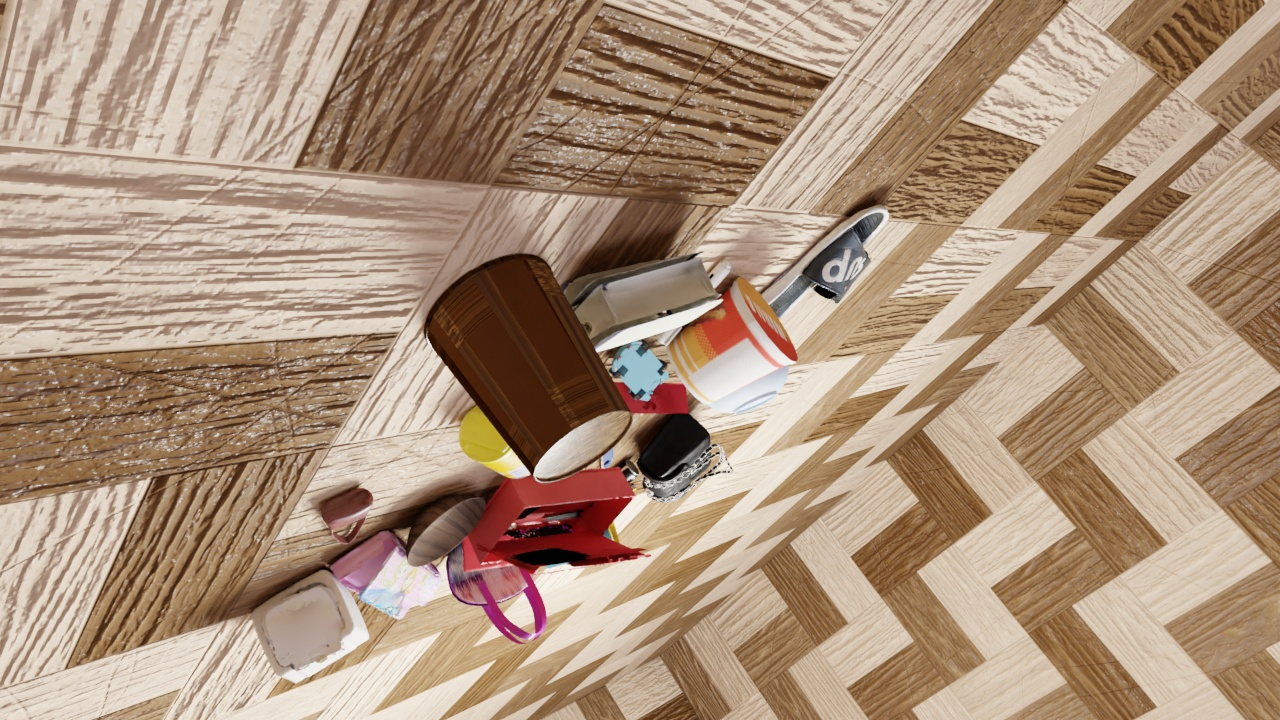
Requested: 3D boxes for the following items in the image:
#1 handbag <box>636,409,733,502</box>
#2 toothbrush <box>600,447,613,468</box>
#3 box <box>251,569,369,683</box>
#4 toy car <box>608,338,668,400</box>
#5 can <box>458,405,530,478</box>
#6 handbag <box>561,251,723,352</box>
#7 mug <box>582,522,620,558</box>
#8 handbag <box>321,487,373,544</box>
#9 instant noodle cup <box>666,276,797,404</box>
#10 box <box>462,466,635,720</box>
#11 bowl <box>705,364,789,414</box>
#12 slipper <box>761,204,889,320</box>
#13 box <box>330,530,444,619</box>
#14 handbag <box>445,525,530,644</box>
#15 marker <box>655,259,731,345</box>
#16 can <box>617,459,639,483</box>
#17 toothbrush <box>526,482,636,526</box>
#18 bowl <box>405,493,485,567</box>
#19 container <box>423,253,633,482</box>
[{"bbox_3d":[0.063,0.168,1.423,0.125,0.115,0.154,-44,163,-13],"label":"handbag"},{"bbox_3d":[-0.053,0.154,1.371,0.021,0.017,0.135,-28,157,-21],"label":"toothbrush"},{"bbox_3d":[-0.393,0.308,1.069,0.108,0.102,0.102,-31,156,-9],"label":"box"},{"bbox_3d":[-0.007,0.006,1.120,0.060,0.027,0.108,-47,144,-4],"label":"toy car"},{"bbox_3d":[-0.154,0.091,1.025,0.067,0.067,0.105,-36,159,-1],"label":"can"},{"bbox_3d":[-0.023,-0.051,0.955,0.151,0.074,0.176,-19,172,-34],"label":"handbag"},{"bbox_3d":[-0.102,0.287,1.473,0.121,0.078,0.078,-19,158,2],"label":"mug"},{"bbox_3d":[-0.325,0.180,1.017,0.055,0.029,0.120,-21,159,-28],"label":"handbag"},{"bbox_3d":[0.108,-0.017,1.135,0.121,0.123,0.123,-35,160,19],"label":"instant noodle cup"},{"bbox_3d":[-0.151,0.344,1.283,0.212,0.128,0.425,4,104,-46],"label":"box"},{"bbox_3d":[0.147,0.028,1.284,0.150,0.074,0.151,-23,168,-5],"label":"bowl"},{"bbox_3d":[0.233,-0.099,1.220,0.264,0.063,0.111,-38,158,13],"label":"slipper"},{"bbox_3d":[-0.317,0.290,1.195,0.084,0.063,0.231,-33,158,-11],"label":"box"},{"bbox_3d":[-0.192,0.320,1.296,0.144,0.170,0.068,-18,152,-38],"label":"handbag"},{"bbox_3d":[0.063,-0.068,1.085,0.017,0.020,0.134,-3,141,-52],"label":"marker"},{"bbox_3d":[-0.040,0.193,1.448,0.081,0.031,0.031,-42,158,15],"label":"can"},{"bbox_3d":[-0.098,0.230,1.414,0.196,0.031,0.031,-19,131,-13],"label":"toothbrush"},{"bbox_3d":[-0.250,0.204,1.147,0.119,0.032,0.119,-40,159,-19],"label":"bowl"},{"bbox_3d":[-0.093,0.011,0.815,0.132,0.167,0.132,-30,158,-14],"label":"container"}]
